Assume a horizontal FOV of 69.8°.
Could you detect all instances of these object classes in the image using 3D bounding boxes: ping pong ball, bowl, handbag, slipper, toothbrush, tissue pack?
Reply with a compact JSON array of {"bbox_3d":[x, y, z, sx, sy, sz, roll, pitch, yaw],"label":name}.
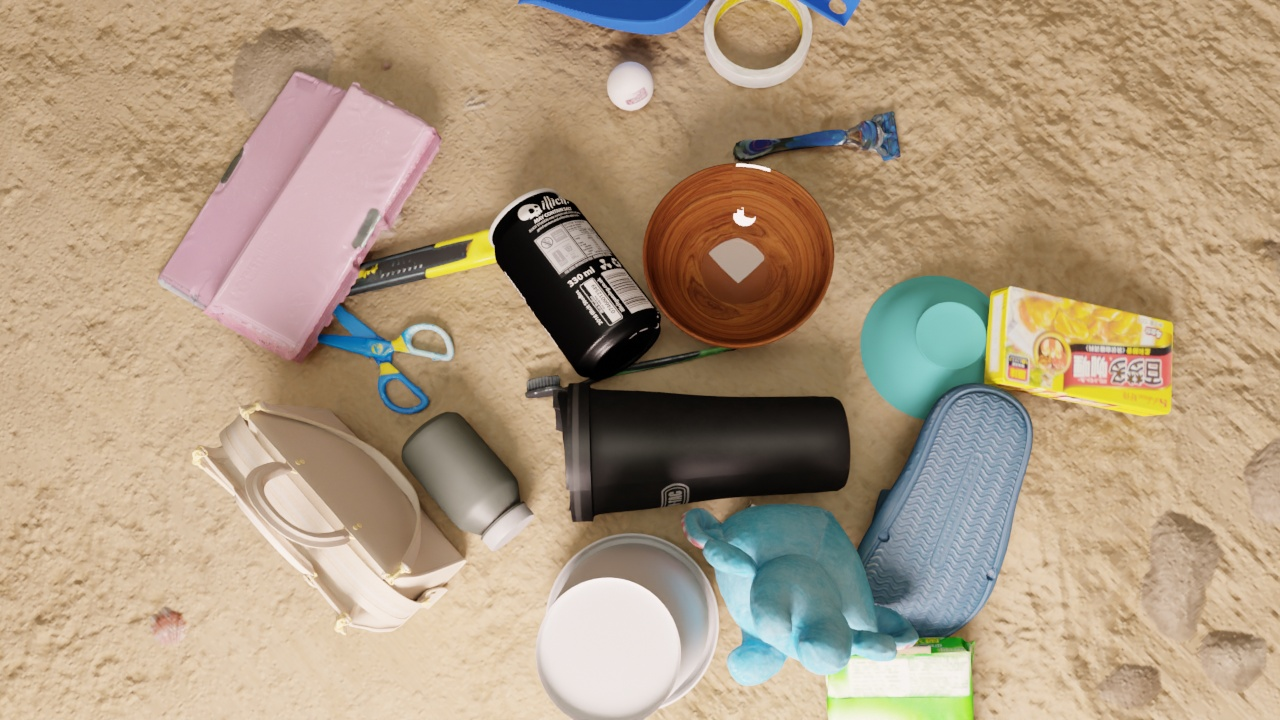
[{"bbox_3d":[-0.009,-0.236,0.788,0.040,0.040,0.040,-1,79,3],"label":"ping pong ball"},{"bbox_3d":[0.077,-0.077,0.738,0.147,0.069,0.147,-1,80,3],"label":"bowl"},{"bbox_3d":[-0.231,0.110,0.658,0.101,0.198,0.194,-44,80,-5],"label":"handbag"},{"bbox_3d":[0.230,0.120,0.698,0.104,0.059,0.214,23,95,3],"label":"slipper"},{"bbox_3d":[-0.005,0.004,0.757,0.188,0.014,0.017,-13,71,1],"label":"toothbrush"},{"bbox_3d":[0.192,0.253,0.678,0.114,0.034,0.099,-2,95,4],"label":"tissue pack"},{"bbox_3d":[0.240,-0.015,0.727,0.121,0.046,0.121,-1,79,4],"label":"bowl"}]

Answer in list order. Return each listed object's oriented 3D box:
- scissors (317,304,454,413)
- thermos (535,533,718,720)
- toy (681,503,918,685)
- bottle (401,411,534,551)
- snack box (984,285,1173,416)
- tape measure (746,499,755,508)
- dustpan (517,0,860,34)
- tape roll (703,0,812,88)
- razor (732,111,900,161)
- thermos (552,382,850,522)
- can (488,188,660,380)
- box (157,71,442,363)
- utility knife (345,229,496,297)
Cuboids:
[{"bbox_3d":[-0.216,-0.018,0.775,0.132,0.020,0.097,41,82,9],"label":"scissors"},{"bbox_3d":[-0.011,0.183,0.617,0.131,0.222,0.131,-1,79,3],"label":"thermos"},{"bbox_3d":[0.100,0.167,0.616,0.183,0.180,0.115,30,104,4],"label":"toy"},{"bbox_3d":[-0.135,0.096,0.725,0.060,0.060,0.108,-42,79,-5],"label":"bottle"},{"bbox_3d":[0.339,-0.006,0.707,0.152,0.025,0.075,10,79,-14],"label":"snack box"},{"bbox_3d":[0.093,0.151,0.721,0.064,0.017,0.065,31,83,9],"label":"tape measure"},{"bbox_3d":[0.061,-0.345,0.752,0.257,0.059,0.246,32,97,3],"label":"dustpan"},{"bbox_3d":[0.102,-0.285,0.802,0.094,0.019,0.094,-1,79,4],"label":"tape roll"},{"bbox_3d":[0.149,-0.185,0.780,0.141,0.018,0.044,-6,80,2],"label":"razor"},{"bbox_3d":[0.043,0.067,0.702,0.218,0.106,0.105,-2,79,-2],"label":"thermos"},{"bbox_3d":[-0.053,-0.061,0.733,0.080,0.080,0.146,-36,73,-4],"label":"can"},{"bbox_3d":[-0.298,-0.133,0.777,0.180,0.051,0.232,26,81,16],"label":"box"},{"bbox_3d":[-0.207,-0.077,0.784,0.186,0.020,0.028,-15,76,3],"label":"utility knife"}]
